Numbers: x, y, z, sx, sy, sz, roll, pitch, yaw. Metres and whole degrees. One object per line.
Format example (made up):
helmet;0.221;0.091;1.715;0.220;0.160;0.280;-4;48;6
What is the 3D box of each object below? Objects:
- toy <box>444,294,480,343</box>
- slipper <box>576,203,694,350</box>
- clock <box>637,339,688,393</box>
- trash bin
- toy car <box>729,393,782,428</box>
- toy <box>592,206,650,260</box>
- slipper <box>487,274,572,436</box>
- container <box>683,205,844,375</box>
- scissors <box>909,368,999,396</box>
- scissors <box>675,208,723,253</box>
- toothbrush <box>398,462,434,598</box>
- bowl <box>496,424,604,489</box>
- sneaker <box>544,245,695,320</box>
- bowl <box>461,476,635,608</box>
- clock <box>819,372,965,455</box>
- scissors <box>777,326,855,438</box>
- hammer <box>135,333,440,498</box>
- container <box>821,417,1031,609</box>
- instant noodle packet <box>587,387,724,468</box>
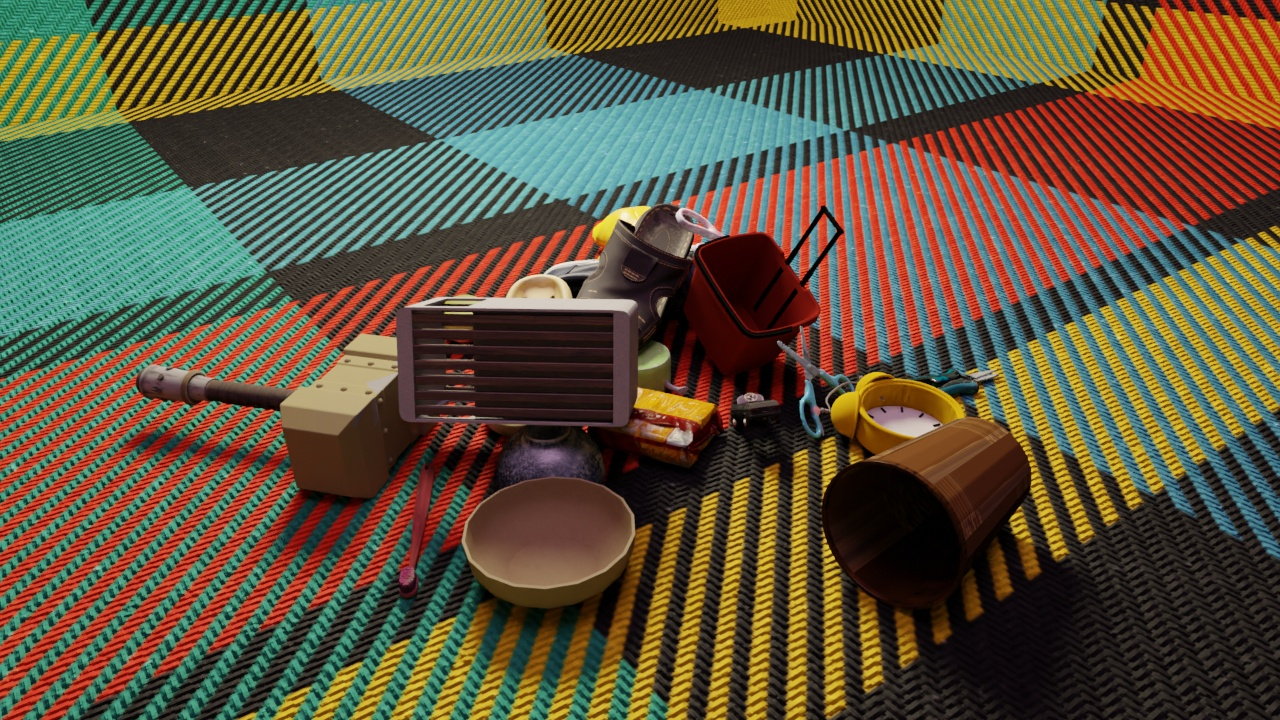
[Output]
toy;-0.227;-0.058;1.231;0.090;0.051;0.110;-9;27;-19
slipper;0.000;-0.111;1.129;0.113;0.076;0.267;31;55;1
clock;-0.007;0.007;1.116;0.094;0.043;0.119;-18;33;-28
trash bin;-0.121;-0.002;0.949;0.229;0.114;0.114;1;9;4
toy car;0.125;0.054;1.004;0.040;0.037;0.092;-7;-3;-8
toy;-0.006;-0.184;1.415;0.134;0.087;0.193;-9;31;-7
slipper;-0.127;-0.028;1.088;0.111;0.079;0.260;0;45;0
container;0.140;-0.090;1.090;0.126;0.201;0.148;-16;62;-26
scissors;0.360;0.026;1.090;0.142;0.019;0.127;10;30;15
scissors;0.108;-0.167;1.218;0.178;0.016;0.103;-12;67;-53
toothbrush;-0.214;0.156;0.882;0.016;0.016;0.189;-4;29;-4
bowl;-0.094;0.094;0.946;0.114;0.061;0.114;-1;28;0
sneaker;0.003;-0.082;1.214;0.294;0.121;0.127;-2;17;4
bowl;-0.080;0.169;0.818;0.152;0.050;0.152;-1;29;0
clock;0.277;0.062;1.000;0.152;0.052;0.113;26;39;32
scissors;0.205;0.026;1.041;0.133;0.135;0.015;11;-22;-38
hammer;-0.409;0.042;1.008;0.325;0.101;0.189;7;30;14
container;0.264;0.123;0.819;0.132;0.132;0.166;25;33;38
instant noodle packet;0.017;0.070;1.004;0.135;0.040;0.098;12;35;21
